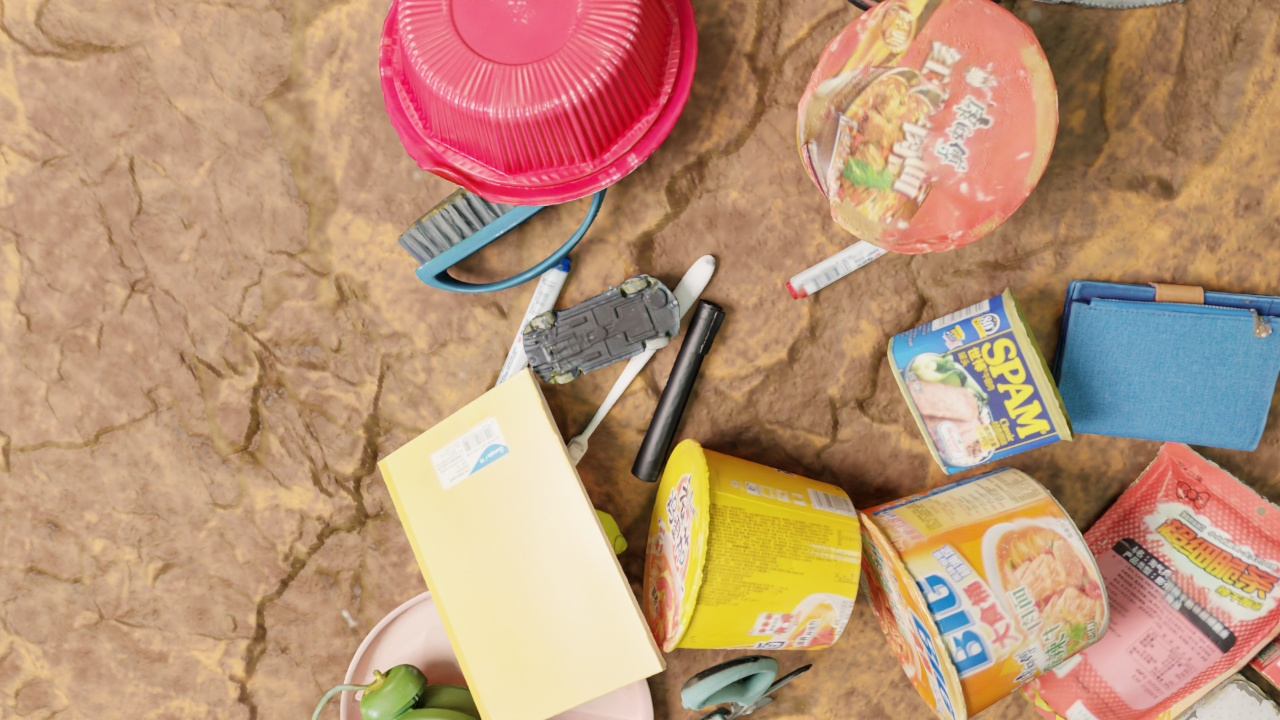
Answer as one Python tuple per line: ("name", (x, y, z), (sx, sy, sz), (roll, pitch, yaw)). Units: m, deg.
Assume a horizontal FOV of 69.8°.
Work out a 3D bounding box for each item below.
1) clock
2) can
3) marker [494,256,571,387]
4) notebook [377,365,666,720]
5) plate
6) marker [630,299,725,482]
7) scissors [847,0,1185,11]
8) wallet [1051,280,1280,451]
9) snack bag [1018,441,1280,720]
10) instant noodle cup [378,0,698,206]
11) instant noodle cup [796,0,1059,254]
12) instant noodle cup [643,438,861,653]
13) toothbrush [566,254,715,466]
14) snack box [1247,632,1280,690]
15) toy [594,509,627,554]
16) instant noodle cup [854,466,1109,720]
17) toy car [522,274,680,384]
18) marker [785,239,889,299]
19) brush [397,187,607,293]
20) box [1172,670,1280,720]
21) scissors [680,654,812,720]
("clock", (-0.155, 0.279, 0.643), (0.161, 0.056, 0.116), (28, 102, -7))
("can", (0.219, 0.016, 0.593), (0.083, 0.057, 0.102), (-23, 102, 25))
("marker", (-0.081, -0.005, 0.622), (0.017, 0.017, 0.146), (24, 103, -5))
("notebook", (-0.085, 0.128, 0.599), (0.146, 0.010, 0.206), (-31, 78, 24))
("plate", (-0.105, 0.263, 0.682), (0.229, 0.028, 0.230), (0, 104, 0))
("marker", (0.026, 0.022, 0.625), (0.020, 0.022, 0.132), (8, 108, -46))
("scissors", (0.229, -0.252, 0.558), (0.209, 0.015, 0.182), (-28, 101, 7))
("wallet", (0.344, 0.002, 0.606), (0.133, 0.040, 0.106), (5, 105, 7))
("snack bag", (0.346, 0.168, 0.625), (0.128, 0.073, 0.208), (46, 105, 30))
("instant noodle cup", (-0.064, -0.188, 0.521), (0.194, 0.066, 0.193), (0, 84, 4))
("instant noodle cup", (0.156, -0.138, 0.539), (0.138, 0.108, 0.138), (0, 104, 1))
("instant noodle cup", (0.071, 0.127, 0.598), (0.109, 0.138, 0.138), (11, 104, -11))
("toothbrush", (-0.004, 0.004, 0.623), (0.016, 0.016, 0.180), (35, 101, -4))
("snack box", (0.439, 0.183, 0.600), (0.077, 0.155, 0.027), (-48, 60, 10))
("toy", (-0.064, 0.127, 0.641), (0.096, 0.031, 0.100), (-28, 86, -15))
("instant noodle cup", (0.216, 0.144, 0.594), (0.111, 0.151, 0.151), (-22, 103, -3))
("toy car", (-0.025, -0.021, 0.601), (0.105, 0.031, 0.049), (-20, 107, 5))
("marker", (0.162, -0.080, 0.600), (0.145, 0.017, 0.017), (-29, 102, 8))
("brush", (-0.080, -0.088, 0.581), (0.144, 0.055, 0.073), (-31, 100, 7))
("box", (0.432, 0.279, 0.663), (0.184, 0.063, 0.090), (41, 100, -7))
("scissors", (0.037, 0.245, 0.621), (0.170, 0.174, 0.019), (-35, 60, 3))
